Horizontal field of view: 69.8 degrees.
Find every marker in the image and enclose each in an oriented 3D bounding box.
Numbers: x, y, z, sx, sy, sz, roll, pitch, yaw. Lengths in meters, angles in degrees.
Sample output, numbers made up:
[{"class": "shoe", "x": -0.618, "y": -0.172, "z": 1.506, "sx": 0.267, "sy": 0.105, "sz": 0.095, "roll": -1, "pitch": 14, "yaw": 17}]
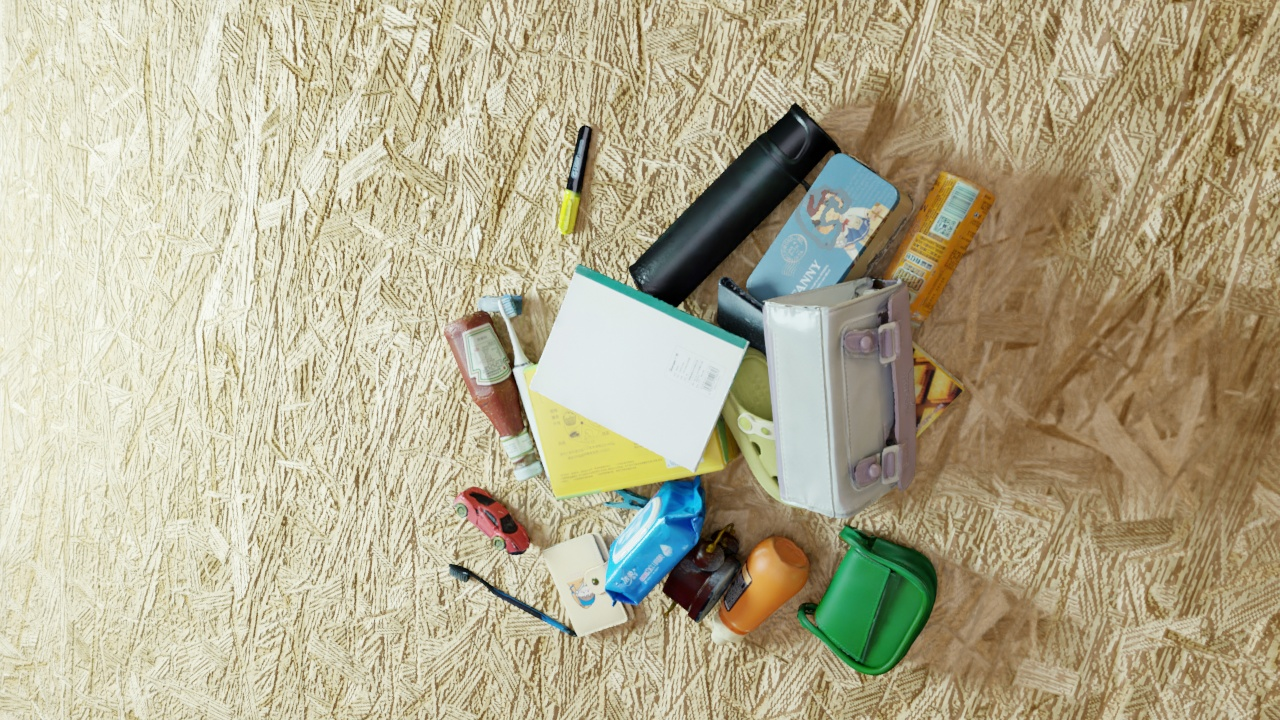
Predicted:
[{"class": "marker", "x": -0.074, "y": -0.203, "z": 1.035, "sx": 0.018, "sy": 0.015, "sz": 0.124, "roll": 16, "pitch": 101, "yaw": 14}]

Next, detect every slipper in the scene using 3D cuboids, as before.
[{"class": "slipper", "x": 0.145, "y": 0.067, "z": 0.938, "sx": 0.091, "sy": 0.082, "sz": 0.190, "roll": -36, "pitch": 91, "yaw": -19}]

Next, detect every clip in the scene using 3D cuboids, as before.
[{"class": "clip", "x": -0.016, "y": 0.161, "z": 1.068, "sx": 0.056, "sy": 0.013, "sz": 0.039, "roll": 9, "pitch": 102, "yaw": 18}, {"class": "clip", "x": -0.169, "y": -0.066, "z": 1.089, "sx": 0.058, "sy": 0.044, "sz": 0.027, "roll": 2, "pitch": 100, "yaw": 25}]

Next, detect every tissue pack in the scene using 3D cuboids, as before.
[{"class": "tissue pack", "x": 0.016, "y": 0.195, "z": 1.015, "sx": 0.052, "sy": 0.094, "sz": 0.157, "roll": 37, "pitch": 109, "yaw": -10}]

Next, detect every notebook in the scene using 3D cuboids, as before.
[{"class": "notebook", "x": -0.006, "y": 0.006, "z": 0.962, "sx": 0.209, "sy": 0.012, "sz": 0.150, "roll": 26, "pitch": 102, "yaw": 20}]

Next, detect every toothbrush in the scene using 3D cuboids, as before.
[{"class": "toothbrush", "x": -0.128, "y": 0.034, "z": 1.072, "sx": 0.026, "sy": 0.026, "sz": 0.221, "roll": -15, "pitch": 98, "yaw": 9}, {"class": "toothbrush", "x": -0.161, "y": 0.300, "z": 1.141, "sx": 0.189, "sy": 0.014, "sz": 0.016, "roll": 24, "pitch": 106, "yaw": 14}]

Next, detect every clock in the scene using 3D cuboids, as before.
[{"class": "clock", "x": 0.073, "y": 0.231, "z": 1.010, "sx": 0.055, "sy": 0.081, "sz": 0.122, "roll": 34, "pitch": 110, "yaw": 19}]

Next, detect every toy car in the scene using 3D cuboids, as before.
[{"class": "toy car", "x": -0.177, "y": 0.194, "z": 1.112, "sx": 0.106, "sy": 0.049, "sz": 0.031, "roll": 41, "pitch": 110, "yaw": 12}]

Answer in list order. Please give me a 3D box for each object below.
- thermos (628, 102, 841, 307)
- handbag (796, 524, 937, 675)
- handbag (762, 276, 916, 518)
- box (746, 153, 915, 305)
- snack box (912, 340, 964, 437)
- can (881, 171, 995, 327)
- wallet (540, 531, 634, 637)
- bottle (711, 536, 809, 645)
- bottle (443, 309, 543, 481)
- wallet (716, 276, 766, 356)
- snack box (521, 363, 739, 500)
[{"class": "thermos", "x": 0.101, "y": -0.149, "z": 0.954, "sx": 0.090, "sy": 0.068, "sz": 0.243, "roll": 43, "pitch": 110, "yaw": -11}, {"class": "handbag", "x": 0.241, "y": 0.250, "z": 0.963, "sx": 0.120, "sy": 0.067, "sz": 0.131, "roll": 31, "pitch": 108, "yaw": 21}, {"class": "handbag", "x": 0.197, "y": 0.030, "z": 0.856, "sx": 0.099, "sy": 0.144, "sz": 0.197, "roll": 9, "pitch": 112, "yaw": 47}, {"class": "box", "x": 0.186, "y": -0.110, "z": 0.920, "sx": 0.090, "sy": 0.059, "sz": 0.184, "roll": 42, "pitch": 107, "yaw": 31}, {"class": "snack box", "x": 0.248, "y": 0.012, "z": 0.940, "sx": 0.140, "sy": 0.033, "sz": 0.087, "roll": 44, "pitch": 110, "yaw": 11}, {"class": "can", "x": 0.284, "y": -0.108, "z": 0.895, "sx": 0.058, "sy": 0.058, "sz": 0.146, "roll": 30, "pitch": 106, "yaw": 14}, {"class": "wallet", "x": -0.061, "y": 0.266, "z": 1.094, "sx": 0.087, "sy": 0.024, "sz": 0.115, "roll": -23, "pitch": 88, "yaw": 20}, {"class": "bottle", "x": 0.123, "y": 0.261, "z": 1.009, "sx": 0.067, "sy": 0.066, "sz": 0.150, "roll": 39, "pitch": 116, "yaw": 11}, {"class": "bottle", "x": -0.168, "y": 0.044, "z": 1.084, "sx": 0.060, "sy": 0.059, "sz": 0.206, "roll": -20, "pitch": 95, "yaw": 21}, {"class": "wallet", "x": 0.127, "y": -0.029, "z": 0.943, "sx": 0.121, "sy": 0.097, "sz": 0.019, "roll": 38, "pitch": 77, "yaw": 15}, {"class": "snack box", "x": -0.011, "y": 0.057, "z": 1.020, "sx": 0.210, "sy": 0.070, "sz": 0.157, "roll": -14, "pitch": 92, "yaw": 22}]
